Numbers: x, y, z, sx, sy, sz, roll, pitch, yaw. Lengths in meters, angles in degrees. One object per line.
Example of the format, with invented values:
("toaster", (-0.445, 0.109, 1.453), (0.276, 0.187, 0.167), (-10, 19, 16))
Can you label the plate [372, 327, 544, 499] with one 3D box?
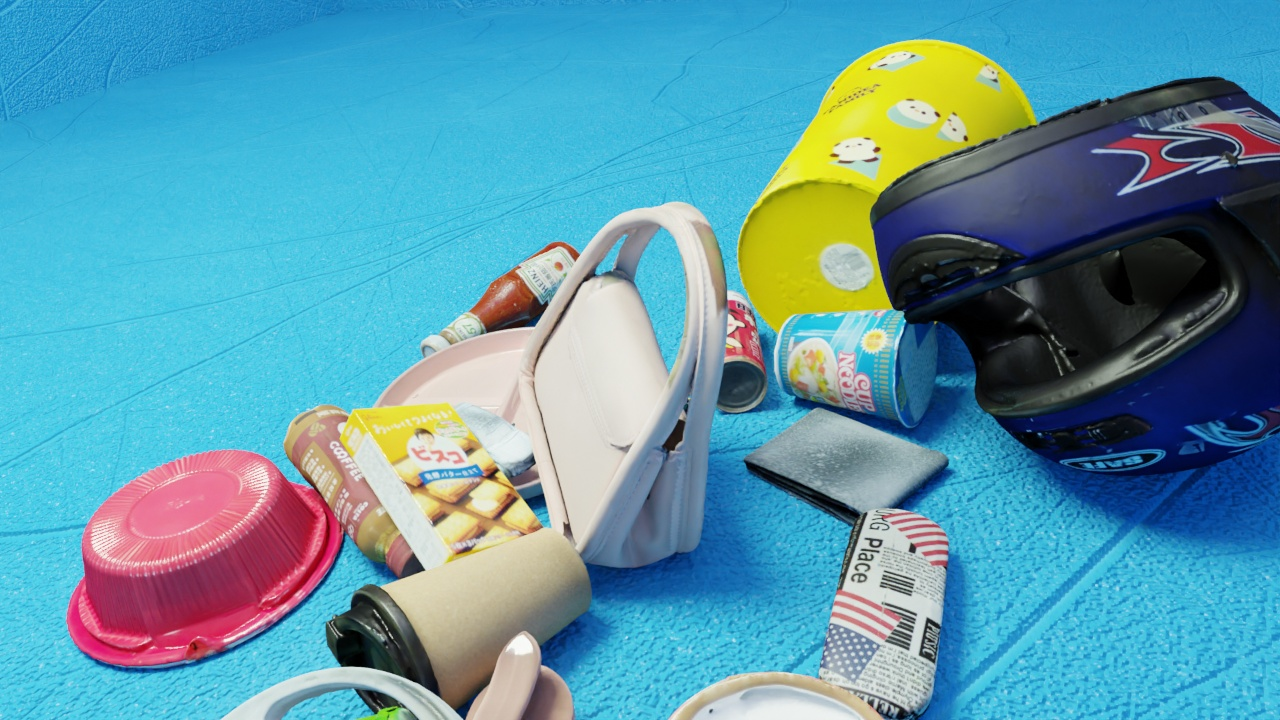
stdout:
("plate", (-0.117, 0.044, 0.782), (0.229, 0.028, 0.229), (-6, 34, 4))

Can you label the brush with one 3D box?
("brush", (-0.069, 0.209, 0.462), (0.063, 0.073, 0.145), (-2, 29, 11))

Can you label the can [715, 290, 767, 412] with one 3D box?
("can", (0.080, -0.012, 0.817), (0.053, 0.053, 0.132), (-5, 31, 4))

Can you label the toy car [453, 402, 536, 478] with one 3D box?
("toy car", (-0.116, 0.060, 0.705), (0.091, 0.034, 0.042), (22, 42, 34))

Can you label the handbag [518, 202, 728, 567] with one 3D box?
("handbag", (-0.004, 0.004, 0.609), (0.093, 0.235, 0.193), (-1, 45, -24))

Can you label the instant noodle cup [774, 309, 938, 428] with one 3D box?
("instant noodle cup", (0.173, 0.000, 0.748), (0.110, 0.099, 0.099), (5, 32, 36))

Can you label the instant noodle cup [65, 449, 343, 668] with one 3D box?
("instant noodle cup", (-0.321, 0.126, 0.664), (0.194, 0.066, 0.193), (-6, 30, 4))

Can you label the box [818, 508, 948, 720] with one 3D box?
("box", (0.148, 0.149, 0.553), (0.068, 0.051, 0.163), (-3, 28, 27))

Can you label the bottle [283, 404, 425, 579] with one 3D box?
("bottle", (-0.202, 0.098, 0.678), (0.057, 0.058, 0.175), (-28, 46, -31))

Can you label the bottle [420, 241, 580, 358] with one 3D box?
("bottle", (-0.138, -0.056, 0.934), (0.060, 0.060, 0.205), (16, 41, 34))

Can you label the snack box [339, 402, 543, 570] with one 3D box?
("snack box", (-0.139, 0.087, 0.642), (0.086, 0.034, 0.140), (-1, 39, -51))

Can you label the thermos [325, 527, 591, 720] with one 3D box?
("thermos", (-0.103, 0.156, 0.550), (0.143, 0.093, 0.093), (-23, 33, -37))

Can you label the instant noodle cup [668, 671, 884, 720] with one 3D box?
("instant noodle cup", (0.058, 0.212, 0.393), (0.138, 0.109, 0.137), (-6, 31, 3))

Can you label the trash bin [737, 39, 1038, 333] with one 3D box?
("trash bin", (0.225, -0.142, 0.854), (0.230, 0.230, 0.254), (12, 41, 29))

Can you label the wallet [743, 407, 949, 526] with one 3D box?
("wallet", (0.152, 0.077, 0.690), (0.097, 0.019, 0.121), (-28, 35, -34))

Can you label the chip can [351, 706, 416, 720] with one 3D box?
("chip can", (-0.217, 0.230, 0.459), (0.221, 0.073, 0.072), (-10, 31, -5))

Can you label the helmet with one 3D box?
("helmet", (0.324, -0.040, 0.621), (0.314, 0.240, 0.248), (-15, -7, -27))

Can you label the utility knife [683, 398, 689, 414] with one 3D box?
("utility knife", (-0.012, 0.017, 0.825), (0.033, 0.015, 0.172), (-25, 34, -32))

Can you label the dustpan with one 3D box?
("dustpan", (-0.148, 0.249, 0.317), (0.223, 0.143, 0.256), (-5, 25, 29))
